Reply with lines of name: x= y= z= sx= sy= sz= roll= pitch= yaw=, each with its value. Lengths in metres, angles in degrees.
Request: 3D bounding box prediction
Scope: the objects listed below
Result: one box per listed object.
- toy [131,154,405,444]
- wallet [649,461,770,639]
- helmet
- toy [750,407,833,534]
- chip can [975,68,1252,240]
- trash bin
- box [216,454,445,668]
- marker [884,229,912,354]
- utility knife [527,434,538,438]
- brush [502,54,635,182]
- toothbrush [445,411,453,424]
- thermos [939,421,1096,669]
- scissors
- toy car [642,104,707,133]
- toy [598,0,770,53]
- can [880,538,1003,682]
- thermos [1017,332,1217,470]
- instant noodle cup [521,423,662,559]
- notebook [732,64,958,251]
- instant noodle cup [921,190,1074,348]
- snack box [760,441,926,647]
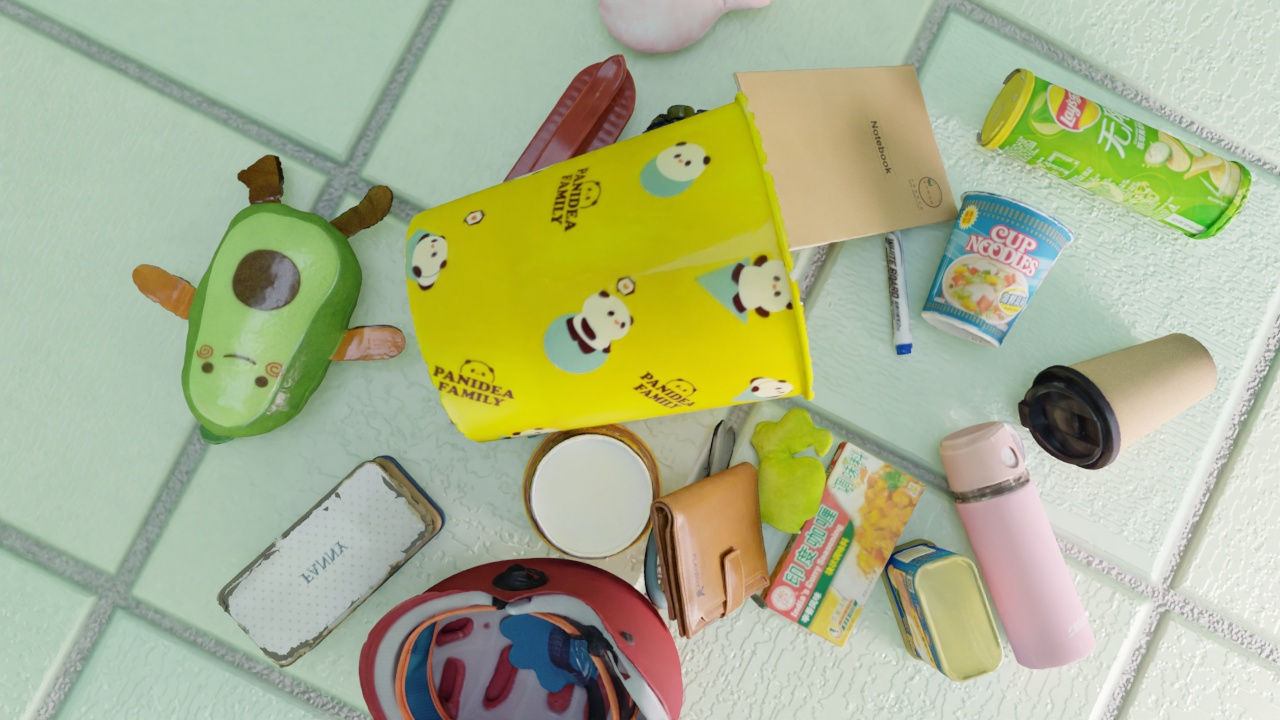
toy: x=-0.298 y=-0.047 z=0.744 sx=0.227 sy=0.090 sz=0.246 roll=15 pitch=82 yaw=5
wallet: x=0.058 y=0.151 z=0.719 sx=0.035 sy=0.130 sz=0.119 roll=-10 pitch=91 yaw=36
helmet: x=-0.076 y=0.239 z=0.705 sx=0.240 sy=0.143 sz=0.207 roll=15 pitch=110 yaw=15
toy: x=0.123 y=0.095 z=0.771 sx=0.097 sy=0.031 sz=0.100 roll=-27 pitch=68 yaw=27
chip can: x=0.409 y=-0.176 z=0.792 sx=0.221 sy=0.072 sz=0.072 roll=24 pitch=85 yaw=-1
trash bin: x=-0.021 y=-0.054 z=0.690 sx=0.255 sy=0.229 sz=0.229 roll=-13 pitch=86 yaw=6
box: x=-0.244 y=0.156 z=0.748 sx=0.184 sy=0.061 sz=0.090 roll=-41 pitch=89 yaw=-7
marker: x=0.225 y=-0.078 z=0.805 sx=0.017 sy=0.017 sz=0.145 roll=-4 pitch=86 yaw=-3
utility knife: x=-0.005 y=0.005 z=0.787 sx=0.218 sy=0.018 sz=0.034 roll=-26 pitch=78 yaw=-4
brush: x=-0.053 y=-0.191 z=0.774 sx=0.063 sy=0.069 sz=0.145 roll=32 pitch=85 yaw=-1
toothbrush: x=-0.163 y=-0.036 z=0.786 sx=0.016 sy=0.016 sz=0.180 roll=-2 pitch=85 yaw=-9
thermos: x=0.319 y=0.149 z=0.774 sx=0.087 sy=0.067 sz=0.198 roll=-17 pitch=84 yaw=-35
scissors: x=0.062 y=0.135 z=0.768 sx=0.143 sy=0.019 sz=0.179 roll=45 pitch=56 yaw=-33
toy car: x=0.078 y=-0.178 z=0.793 sx=0.158 sy=0.042 sz=0.070 roll=4 pitch=86 yaw=-3
toy: x=0.038 y=-0.333 z=0.796 sx=0.159 sy=0.054 sz=0.121 roll=-13 pitch=94 yaw=-3
can: x=0.246 y=0.204 z=0.752 sx=0.057 sy=0.083 sz=0.102 roll=-18 pitch=87 yaw=-4
thermos: x=0.405 y=0.030 z=0.774 sx=0.143 sy=0.093 sz=0.093 roll=-22 pitch=87 yaw=-13
instant noodle cup: x=-0.039 y=0.105 z=0.732 sx=0.118 sy=0.114 sz=0.118 roll=0 pitch=86 yaw=-2
notebook: x=0.178 y=-0.175 z=0.766 sx=0.207 sy=0.008 sz=0.148 roll=-13 pitch=86 yaw=-32
instant noodle cup: x=0.294 y=-0.072 z=0.774 sx=0.099 sy=0.099 sz=0.110 roll=25 pitch=92 yaw=-1
snack box: x=0.171 y=0.155 z=0.781 sx=0.077 sy=0.027 sz=0.155 roll=29 pitch=85 yaw=1
